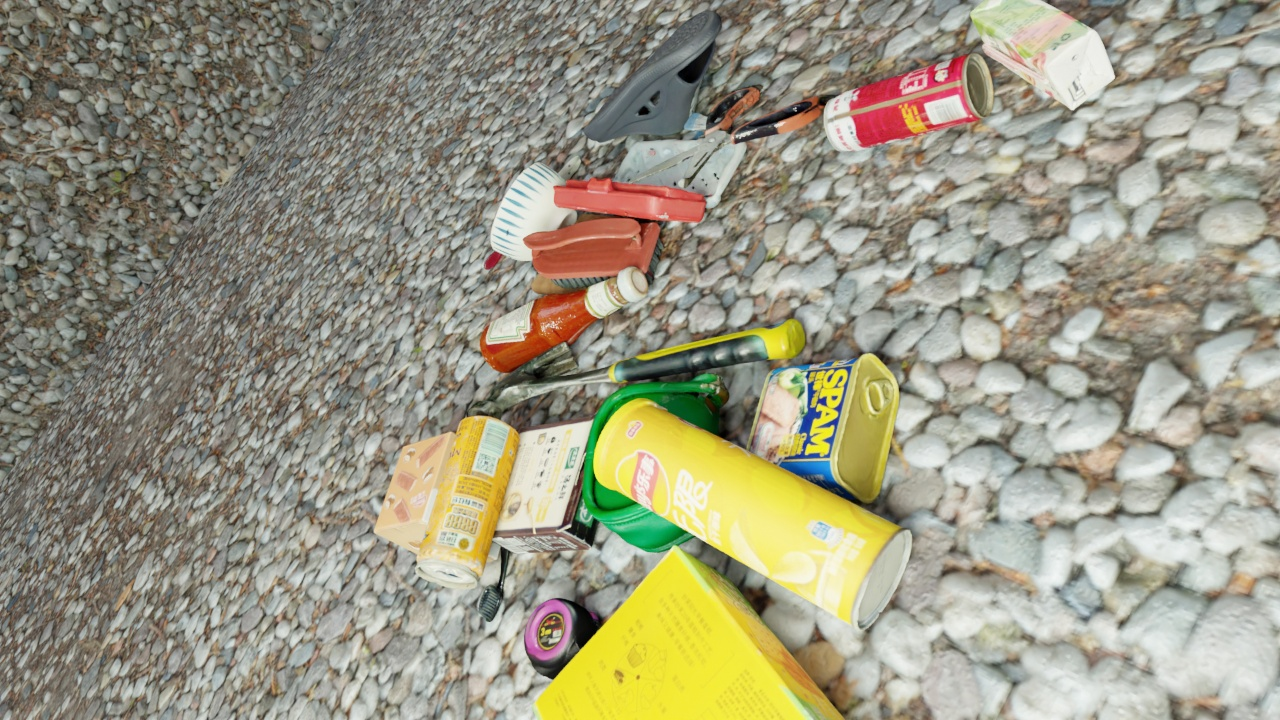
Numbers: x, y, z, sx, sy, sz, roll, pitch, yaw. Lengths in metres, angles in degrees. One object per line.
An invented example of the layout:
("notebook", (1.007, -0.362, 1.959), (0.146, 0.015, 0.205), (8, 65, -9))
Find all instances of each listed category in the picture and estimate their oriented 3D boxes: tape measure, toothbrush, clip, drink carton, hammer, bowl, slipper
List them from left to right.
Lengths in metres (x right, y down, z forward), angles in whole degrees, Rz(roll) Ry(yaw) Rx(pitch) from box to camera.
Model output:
("toothbrush", (-0.123, 0.154, 0.864), (0.014, 0.018, 0.188), (-21, 44, 37))
("toothbrush", (-0.140, -0.190, 1.178), (0.187, 0.016, 0.017), (-50, 27, 2))
("bowl", (-0.117, -0.165, 1.072), (0.066, 0.116, 0.116), (30, 79, 8))
("tape measure", (-0.061, 0.219, 0.725), (0.057, 0.039, 0.057), (-37, 44, 18))
("hammer", (-0.005, 0.005, 0.828), (0.324, 0.032, 0.125), (-11, 23, 33))
("slipper", (0.027, -0.310, 1.066), (0.110, 0.083, 0.269), (-56, 18, -25))
("clip", (0.076, -0.256, 1.005), (0.058, 0.043, 0.026), (22, 73, 44))
("drink carton", (0.312, -0.247, 0.722), (0.045, 0.053, 0.122), (-40, 37, 15))

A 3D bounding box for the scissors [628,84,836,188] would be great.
("scissors", (0.086, -0.229, 0.921), (0.225, 0.015, 0.188), (-21, 32, 2))

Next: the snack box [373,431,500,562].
("snack box", (-0.184, 0.136, 0.879), (0.077, 0.092, 0.094), (-18, 48, 37))

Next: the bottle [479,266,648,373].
("bottle", (-0.080, -0.044, 0.947), (0.207, 0.059, 0.059), (-23, 45, 34))

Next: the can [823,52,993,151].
("can", (0.226, -0.217, 0.785), (0.133, 0.053, 0.053), (-5, 55, 44))

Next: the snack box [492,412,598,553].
("snack box", (-0.073, 0.109, 0.818), (0.126, 0.053, 0.113), (-12, 52, 41))

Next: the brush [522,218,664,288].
("brush", (-0.053, -0.114, 0.953), (0.146, 0.069, 0.063), (-1, 56, 30))

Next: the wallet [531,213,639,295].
("wallet", (-0.062, -0.118, 1.033), (0.101, 0.020, 0.115), (12, 66, 48))

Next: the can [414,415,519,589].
("can", (-0.151, 0.123, 0.811), (0.058, 0.058, 0.145), (-17, 48, 37))

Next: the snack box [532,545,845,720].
("snack box", (0.037, 0.242, 0.575), (0.158, 0.070, 0.210), (-49, 36, 3))

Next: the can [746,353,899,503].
("can", (0.129, 0.050, 0.657), (0.083, 0.057, 0.101), (-9, 53, 45))

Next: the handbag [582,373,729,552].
("handbag", (0.019, 0.079, 0.737), (0.120, 0.068, 0.131), (-24, 44, 30))

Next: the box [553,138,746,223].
("box", (0.009, -0.187, 0.982), (0.154, 0.074, 0.201), (-34, 28, -25))

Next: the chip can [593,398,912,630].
("chip can", (0.068, 0.097, 0.614), (0.213, 0.072, 0.072), (26, 78, 33))
